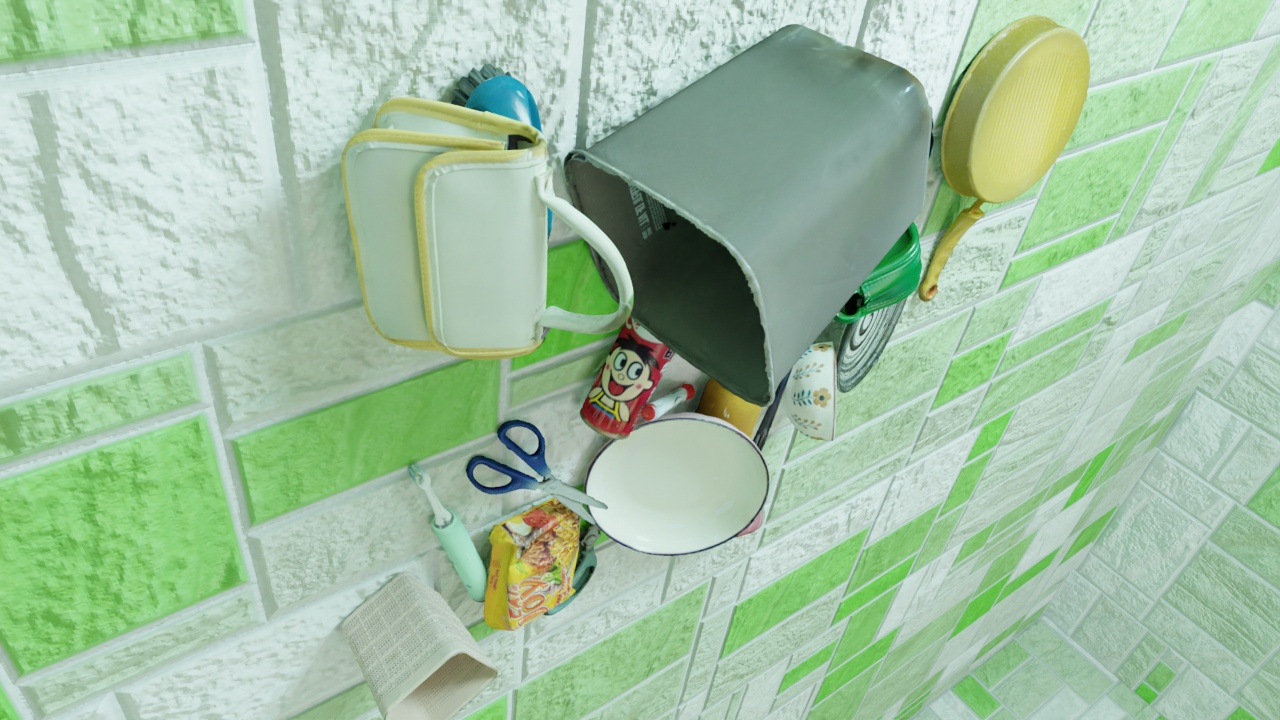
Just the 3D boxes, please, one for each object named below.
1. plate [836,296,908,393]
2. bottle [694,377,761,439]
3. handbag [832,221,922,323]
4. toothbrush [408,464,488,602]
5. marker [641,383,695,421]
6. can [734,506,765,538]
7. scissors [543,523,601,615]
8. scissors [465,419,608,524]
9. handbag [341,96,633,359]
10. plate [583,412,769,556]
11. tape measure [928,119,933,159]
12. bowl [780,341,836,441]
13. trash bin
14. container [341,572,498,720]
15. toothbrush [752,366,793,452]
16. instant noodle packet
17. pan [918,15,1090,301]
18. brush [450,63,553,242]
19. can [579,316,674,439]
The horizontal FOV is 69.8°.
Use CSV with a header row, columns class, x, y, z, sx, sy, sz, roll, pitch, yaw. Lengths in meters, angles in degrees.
class,x,y,z,sx,sy,sz,roll,pitch,yaw
plate,0.268,-0.045,1.072,0.179,0.024,0.180,-42,148,-35
bottle,0.088,0.074,0.992,0.067,0.068,0.190,-14,134,-37
handbag,0.196,-0.100,0.878,0.120,0.131,0.068,-33,139,-13
toothbrush,-0.174,0.165,0.852,0.026,0.027,0.225,-45,148,-26
marker,0.028,0.040,0.890,0.017,0.017,0.145,-57,169,15
can,0.085,0.195,1.118,0.147,0.058,0.058,-4,128,-43
scissors,-0.082,0.215,1.002,0.143,0.019,0.180,8,120,-48
scissors,-0.084,0.107,0.868,0.172,0.012,0.133,4,116,-33
handbag,-0.091,-0.069,0.581,0.063,0.179,0.164,-73,172,-48
plate,0.037,0.124,0.958,0.192,0.039,0.193,-2,125,-2
tape measure,0.252,-0.210,0.888,0.039,0.057,0.058,-14,120,-30
bowl,0.191,0.036,1.048,0.062,0.113,0.114,0,141,11
trash bin,0.092,-0.123,0.711,0.219,0.199,0.199,-43,147,-17
container,-0.207,0.267,0.846,0.090,0.111,0.090,-41,145,-7
toothbrush,0.151,0.037,1.013,0.015,0.018,0.181,25,84,-28
instant noodle packet,-0.106,0.207,0.926,0.110,0.044,0.129,-19,126,-42
pan,0.390,-0.207,1.044,0.197,0.078,0.358,-19,130,-29
brush,-0.086,-0.121,0.617,0.055,0.073,0.144,-25,140,-22
can,-0.005,0.005,0.842,0.053,0.053,0.133,3,123,-47
